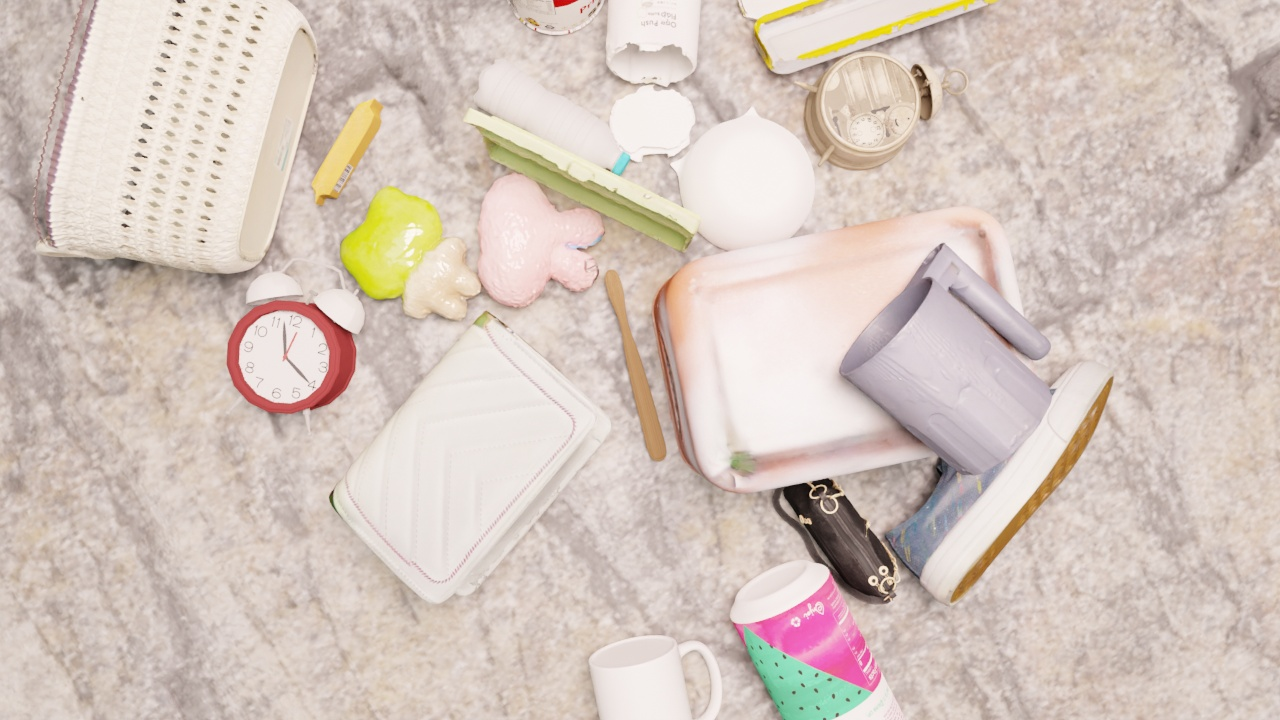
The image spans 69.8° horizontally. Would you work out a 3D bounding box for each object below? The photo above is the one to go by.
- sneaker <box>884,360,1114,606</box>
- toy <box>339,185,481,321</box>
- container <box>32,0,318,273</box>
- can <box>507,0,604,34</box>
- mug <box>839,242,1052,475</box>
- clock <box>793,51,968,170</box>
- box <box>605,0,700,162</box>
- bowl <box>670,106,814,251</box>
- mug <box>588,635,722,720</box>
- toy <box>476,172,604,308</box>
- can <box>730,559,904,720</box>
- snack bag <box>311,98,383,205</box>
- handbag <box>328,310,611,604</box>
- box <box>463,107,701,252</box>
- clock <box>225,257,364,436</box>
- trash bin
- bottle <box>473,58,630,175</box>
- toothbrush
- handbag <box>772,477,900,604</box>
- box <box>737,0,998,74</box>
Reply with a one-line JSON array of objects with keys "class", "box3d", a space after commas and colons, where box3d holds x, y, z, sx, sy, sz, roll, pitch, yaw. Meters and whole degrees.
[{"class": "sneaker", "box3d": [0.295, 0.089, 0.759, 0.079, 0.087, 0.235, 37, 85, 34]}, {"class": "toy", "box3d": [-0.184, -0.081, 0.756, 0.118, 0.043, 0.092, 36, 91, -3]}, {"class": "container", "box3d": [-0.342, -0.181, 0.691, 0.143, 0.185, 0.251, 16, 91, -13]}, {"class": "can", "box3d": [-0.070, -0.319, 0.719, 0.086, 0.116, 0.086, 0, 90, -1]}, {"class": "mug", "box3d": [0.206, -0.003, 0.597, 0.104, 0.084, 0.123, 41, 62, -2]}, {"class": "clock", "box3d": [0.203, -0.213, 0.756, 0.141, 0.054, 0.093, -16, 90, 1]}, {"class": "box", "box3d": [0.012, -0.252, 0.743, 0.084, 0.094, 0.165, 4, 81, -4]}, {"class": "bowl", "box3d": [0.091, -0.148, 0.756, 0.114, 0.050, 0.114, 0, 90, -1]}, {"class": "mug", "box3d": [0.018, 0.277, 0.753, 0.110, 0.074, 0.090, -11, 90, -27]}, {"class": "toy", "box3d": [-0.083, -0.096, 0.755, 0.105, 0.053, 0.108, 6, 90, -12]}, {"class": "can", "box3d": [0.144, 0.251, 0.740, 0.088, 0.088, 0.166, -27, 91, -1]}, {"class": "snack bag", "box3d": [-0.244, -0.173, 0.763, 0.020, 0.026, 0.099, 30, 91, -1]}, {"class": "handbag", "box3d": [-0.135, 0.078, 0.734, 0.142, 0.096, 0.198, 41, 90, 13]}, {"class": "box", "box3d": [-0.040, -0.139, 0.712, 0.187, 0.138, 0.030, 26, 89, 1]}, {"class": "clock", "box3d": [-0.282, -0.014, 0.751, 0.096, 0.048, 0.137, 15, 91, -1]}, {"class": "trash bin", "box3d": [0.146, -0.007, 0.706, 0.260, 0.157, 0.181, -11, 90, 0]}, {"class": "bottle", "box3d": [-0.070, -0.196, 0.756, 0.136, 0.044, 0.044, 32, 89, -1]}, {"class": "toothbrush", "box3d": [-0.005, 0.005, 0.774, 0.016, 0.016, 0.167, -15, 92, -1]}, {"class": "handbag", "box3d": [0.163, 0.144, 0.744, 0.054, 0.079, 0.128, -36, 93, -3]}, {"class": "box", "box3d": [0.186, -0.318, 0.762, 0.210, 0.045, 0.128, -19, 77, 0]}]
